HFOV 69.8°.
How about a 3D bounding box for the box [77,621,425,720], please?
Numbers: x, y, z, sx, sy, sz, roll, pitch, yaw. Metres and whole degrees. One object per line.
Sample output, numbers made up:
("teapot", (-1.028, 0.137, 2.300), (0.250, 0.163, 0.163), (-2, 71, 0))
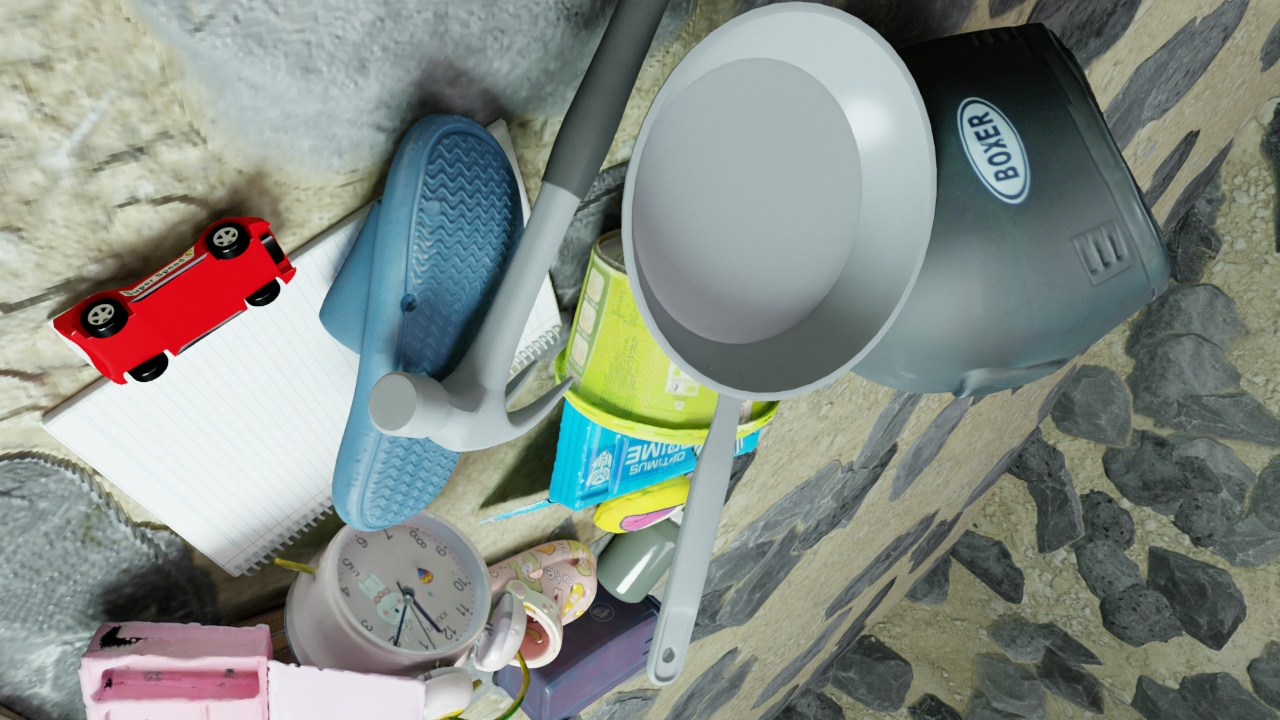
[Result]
("box", (-0.213, 0.247, 0.528), (0.179, 0.039, 0.233), (8, 118, -7))

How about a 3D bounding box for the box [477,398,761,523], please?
("box", (0.008, 0.074, 0.725), (0.243, 0.071, 0.171), (-9, 143, -52))

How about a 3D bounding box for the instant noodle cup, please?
("instant noodle cup", (0.022, -0.022, 0.575), (0.145, 0.146, 0.098), (-18, 124, -45))

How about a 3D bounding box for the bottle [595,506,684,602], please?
("bottle", (0.007, 0.182, 0.904), (0.108, 0.060, 0.060), (-53, 153, 9))

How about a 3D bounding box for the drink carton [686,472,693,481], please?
("drink carton", (0.042, 0.172, 0.979), (0.069, 0.039, 0.122), (-19, 147, -43))

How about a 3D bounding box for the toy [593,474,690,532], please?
("toy", (0.002, 0.128, 0.831), (0.096, 0.041, 0.094), (-34, 161, 31))

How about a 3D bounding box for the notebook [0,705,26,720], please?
("notebook", (-0.383, 0.272, 0.474), (0.189, 0.034, 0.216), (-36, 151, -23))

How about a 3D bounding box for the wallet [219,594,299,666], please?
("wallet", (-0.222, 0.186, 0.611), (0.120, 0.027, 0.099), (-14, 135, -46))

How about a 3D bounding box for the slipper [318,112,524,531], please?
("slipper", (-0.111, -0.016, 0.454), (0.103, 0.059, 0.214), (-17, 127, -59))

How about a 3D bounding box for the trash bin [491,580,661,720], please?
("trash bin", (-0.056, 0.289, 0.919), (0.160, 0.094, 0.092), (-23, 134, -38))

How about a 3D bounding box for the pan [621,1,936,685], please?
("pan", (0.051, -0.004, 0.486), (0.200, 0.051, 0.357), (14, 97, -33))

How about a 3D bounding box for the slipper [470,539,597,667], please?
("slipper", (-0.097, 0.214, 0.773), (0.196, 0.081, 0.093), (-3, 127, -52))

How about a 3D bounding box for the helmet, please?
("helmet", (0.224, -0.094, 0.670), (0.236, 0.249, 0.315), (-28, 167, 27))

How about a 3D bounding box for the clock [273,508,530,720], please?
("clock", (-0.134, 0.157, 0.551), (0.059, 0.158, 0.116), (-51, 171, 35))

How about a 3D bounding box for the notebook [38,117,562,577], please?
("notebook", (-0.149, 0.003, 0.492), (0.245, 0.013, 0.178), (-39, 150, -18))

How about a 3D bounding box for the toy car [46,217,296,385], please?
("toy car", (-0.190, -0.026, 0.379), (0.089, 0.025, 0.038), (-39, 152, -19))

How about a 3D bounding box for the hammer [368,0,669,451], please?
("hammer", (-0.027, -0.101, 0.439), (0.311, 0.029, 0.125), (-66, 158, 2))
